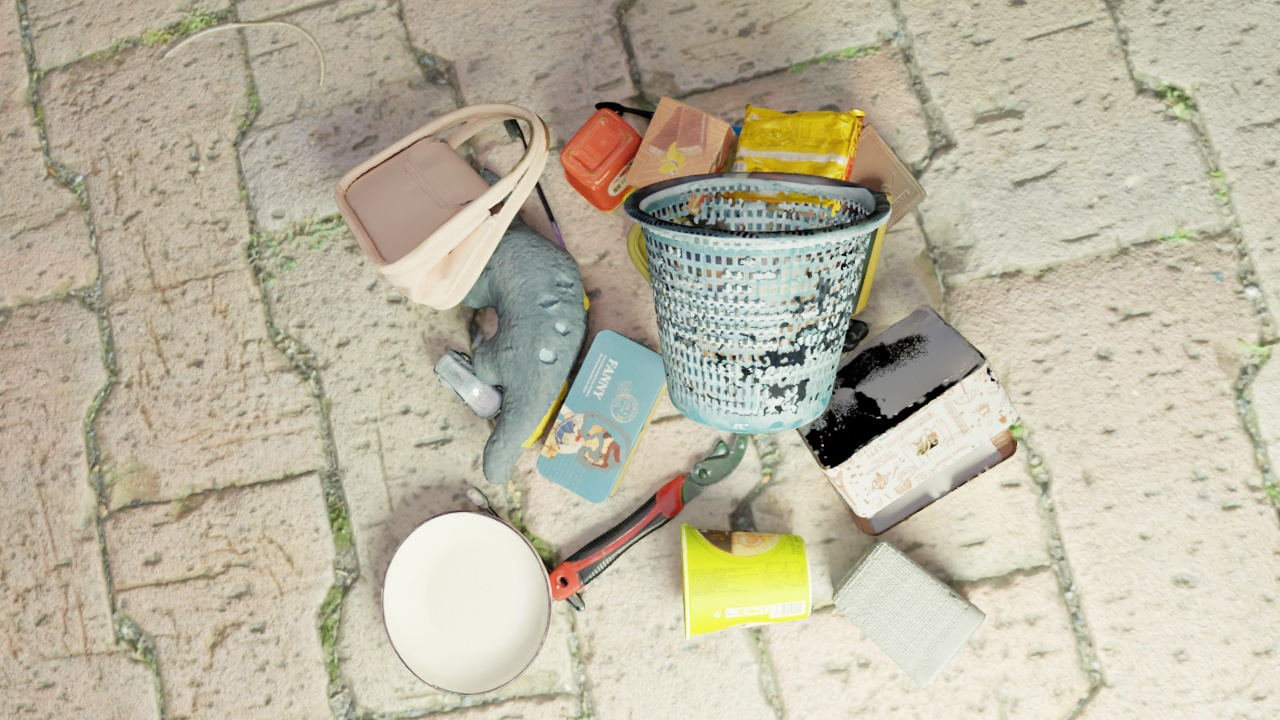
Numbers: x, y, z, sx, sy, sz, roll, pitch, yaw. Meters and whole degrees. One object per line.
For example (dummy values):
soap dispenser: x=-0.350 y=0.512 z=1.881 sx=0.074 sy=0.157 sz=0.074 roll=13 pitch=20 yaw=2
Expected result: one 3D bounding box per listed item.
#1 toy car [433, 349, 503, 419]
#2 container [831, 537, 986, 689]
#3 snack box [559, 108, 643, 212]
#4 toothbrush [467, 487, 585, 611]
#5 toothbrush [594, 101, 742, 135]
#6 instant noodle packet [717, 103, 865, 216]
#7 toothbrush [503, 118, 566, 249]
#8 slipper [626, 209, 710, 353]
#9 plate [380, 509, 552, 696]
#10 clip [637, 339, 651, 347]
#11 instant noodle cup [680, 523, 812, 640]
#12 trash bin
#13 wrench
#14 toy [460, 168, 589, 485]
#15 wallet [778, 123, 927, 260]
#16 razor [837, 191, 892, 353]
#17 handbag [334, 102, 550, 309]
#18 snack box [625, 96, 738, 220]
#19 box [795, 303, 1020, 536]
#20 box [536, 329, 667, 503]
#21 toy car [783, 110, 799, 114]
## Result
toy car: x=-0.188 y=0.026 z=1.008 sx=0.090 sy=0.034 sz=0.043 roll=41 pitch=89 yaw=11
container: x=0.250 y=0.234 z=0.877 sx=0.114 sy=0.090 sz=0.090 roll=40 pitch=91 yaw=15
snack box: x=-0.039 y=-0.218 z=0.984 sx=0.082 sy=0.080 sz=0.091 roll=43 pitch=93 yaw=13
toothbrush: x=-0.124 y=0.202 z=0.986 sx=0.181 sy=0.018 sz=0.015 roll=44 pitch=85 yaw=10
toothbrush: x=0.041 y=-0.264 z=1.010 sx=0.189 sy=0.016 sz=0.014 roll=12 pitch=77 yaw=9
instant noodle packet: x=0.149 y=-0.199 z=0.912 sx=0.128 sy=0.044 sz=0.110 roll=12 pitch=83 yaw=28
toothbrush: x=-0.116 y=-0.194 z=1.029 sx=0.017 sy=0.014 sz=0.189 roll=-25 pitch=80 yaw=14
slipper: x=0.054 y=-0.086 z=0.953 sx=0.092 sy=0.081 sz=0.190 roll=-43 pitch=76 yaw=6
plate: x=-0.180 y=0.254 z=0.974 sx=0.192 sy=0.039 sz=0.192 roll=-1 pitch=86 yaw=14
clip: x=-0.004 y=0.006 z=0.986 sx=0.040 sy=0.014 sz=0.056 roll=17 pitch=87 yaw=12
instant noodle cup: x=0.103 y=0.214 z=0.903 sx=0.123 sy=0.112 sz=0.111 roll=-3 pitch=83 yaw=1
trash bin: x=0.099 y=-0.051 z=0.823 sx=0.227 sy=0.226 sz=0.195 roll=4 pitch=115 yaw=11
wrench: x=0.009 y=0.158 z=0.962 sx=0.273 sy=0.016 sz=0.056 roll=-42 pitch=78 yaw=1
toy: x=-0.123 y=-0.052 z=0.977 sx=0.138 sy=0.091 sz=0.356 roll=-13 pitch=75 yaw=22
wallet: x=0.219 y=-0.165 z=0.943 sx=0.124 sy=0.032 sz=0.101 roll=-43 pitch=99 yaw=6
razor: x=0.217 y=-0.090 z=0.924 sx=0.067 sy=0.062 sz=0.167 roll=12 pitch=98 yaw=-30
handbag: x=-0.197 y=-0.185 z=0.975 sx=0.234 sy=0.093 sz=0.193 roll=-43 pitch=52 yaw=0
snack box: x=0.047 y=-0.207 z=0.954 sx=0.077 sy=0.092 sz=0.094 roll=26 pitch=98 yaw=11
box: x=0.259 y=0.075 z=0.891 sx=0.182 sy=0.152 sz=0.178 roll=-35 pitch=119 yaw=8
box: x=-0.032 y=0.052 z=0.953 sx=0.090 sy=0.061 sz=0.184 roll=24 pitch=97 yaw=10
toy car: x=0.167 y=-0.210 z=0.968 sx=0.049 sy=0.031 sz=0.105 roll=-24 pitch=95 yaw=5
